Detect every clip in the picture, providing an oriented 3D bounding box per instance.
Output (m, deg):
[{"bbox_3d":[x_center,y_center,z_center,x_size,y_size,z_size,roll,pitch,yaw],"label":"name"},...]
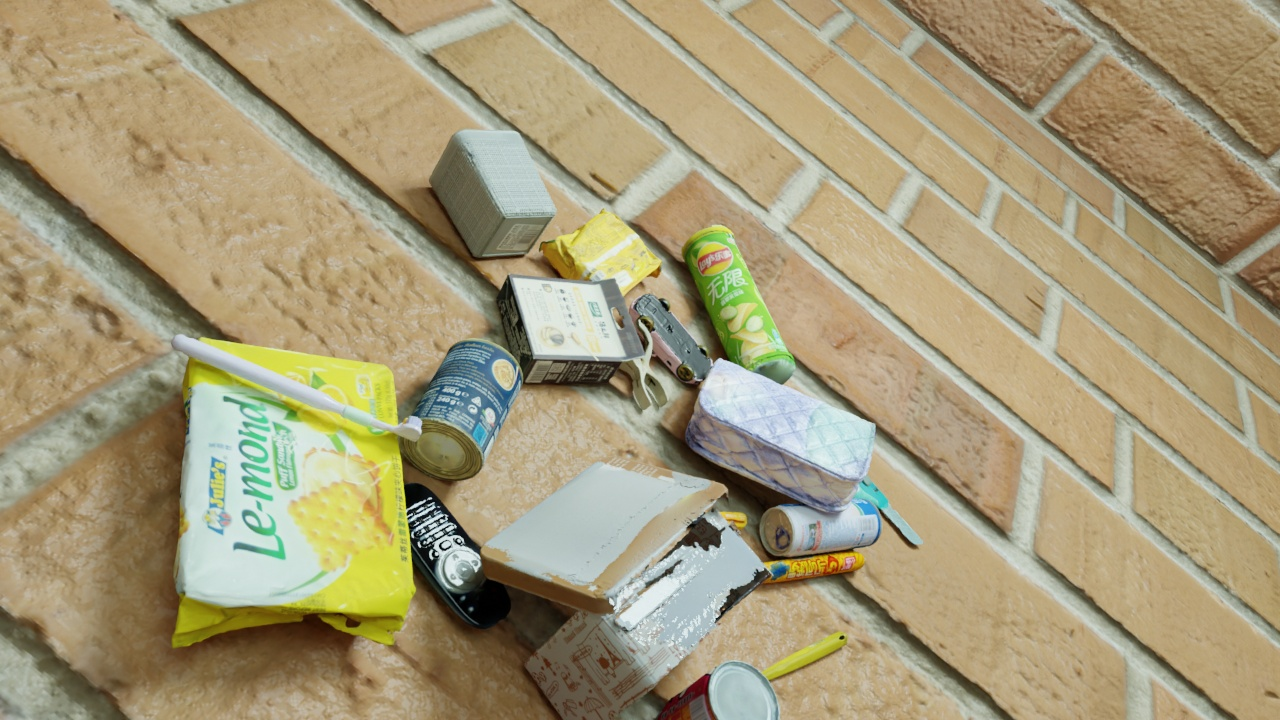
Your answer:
[{"bbox_3d":[-0.015,0.004,0.989,0.083,0.035,0.104,12,55,-34],"label":"clip"}]

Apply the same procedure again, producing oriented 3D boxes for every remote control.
[{"bbox_3d":[-0.157,0.159,0.739,0.136,0.024,0.053,51,39,12],"label":"remote control"}]

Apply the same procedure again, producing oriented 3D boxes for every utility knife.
[{"bbox_3d":[0.259,0.138,1.085,0.207,0.013,0.029,49,46,12],"label":"utility knife"}]

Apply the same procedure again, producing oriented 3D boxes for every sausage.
[{"bbox_3d":[0.175,0.212,0.944,0.165,0.022,0.021,2,52,-36],"label":"sausage"}]

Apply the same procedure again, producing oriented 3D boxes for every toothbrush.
[{"bbox_3d":[-0.256,0.021,0.691,0.189,0.029,0.021,24,79,-18],"label":"toothbrush"},{"bbox_3d":[0.132,0.283,0.848,0.189,0.017,0.015,-7,58,-41],"label":"toothbrush"}]

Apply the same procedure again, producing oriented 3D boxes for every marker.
[{"bbox_3d":[0.054,0.156,0.910,0.123,0.015,0.018,9,44,-29],"label":"marker"}]

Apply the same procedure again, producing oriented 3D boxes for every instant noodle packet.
[{"bbox_3d":[-0.044,-0.117,1.071,0.111,0.044,0.128,45,42,5],"label":"instant noodle packet"}]

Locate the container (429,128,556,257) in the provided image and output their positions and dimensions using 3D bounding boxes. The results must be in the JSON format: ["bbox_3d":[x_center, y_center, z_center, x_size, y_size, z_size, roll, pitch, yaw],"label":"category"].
[{"bbox_3d":[-0.160,-0.180,1.009,0.090,0.090,0.114,-11,63,-42],"label":"container"}]

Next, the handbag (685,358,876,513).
[{"bbox_3d":[0.147,0.078,0.979,0.194,0.076,0.133,25,35,6],"label":"handbag"}]

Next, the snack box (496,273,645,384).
[{"bbox_3d":[-0.074,-0.034,0.958,0.125,0.053,0.113,3,51,-32],"label":"snack box"}]

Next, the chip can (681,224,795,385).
[{"bbox_3d":[0.118,-0.063,1.121,0.072,0.073,0.221,4,50,-35],"label":"chip can"}]

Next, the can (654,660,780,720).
[{"bbox_3d":[0.057,0.287,0.726,0.066,0.094,0.066,21,42,-21],"label":"can"}]

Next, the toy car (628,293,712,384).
[{"bbox_3d":[0.032,-0.022,1.048,0.122,0.037,0.056,49,42,-7],"label":"toy car"}]

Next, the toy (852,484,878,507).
[{"bbox_3d":[0.224,0.126,1.055,0.096,0.030,0.091,10,51,-8],"label":"toy"}]

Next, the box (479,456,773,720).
[{"bbox_3d":[-0.021,0.166,0.739,0.178,0.153,0.181,48,40,14],"label":"box"}]

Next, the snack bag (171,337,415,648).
[{"bbox_3d":[-0.260,0.095,0.686,0.157,0.068,0.246,10,46,-32],"label":"snack bag"}]

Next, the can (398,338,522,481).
[{"bbox_3d":[-0.156,0.043,0.808,0.075,0.076,0.110,30,40,-10],"label":"can"}]

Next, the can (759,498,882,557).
[{"bbox_3d":[0.190,0.175,0.965,0.134,0.053,0.053,2,52,-36],"label":"can"}]
